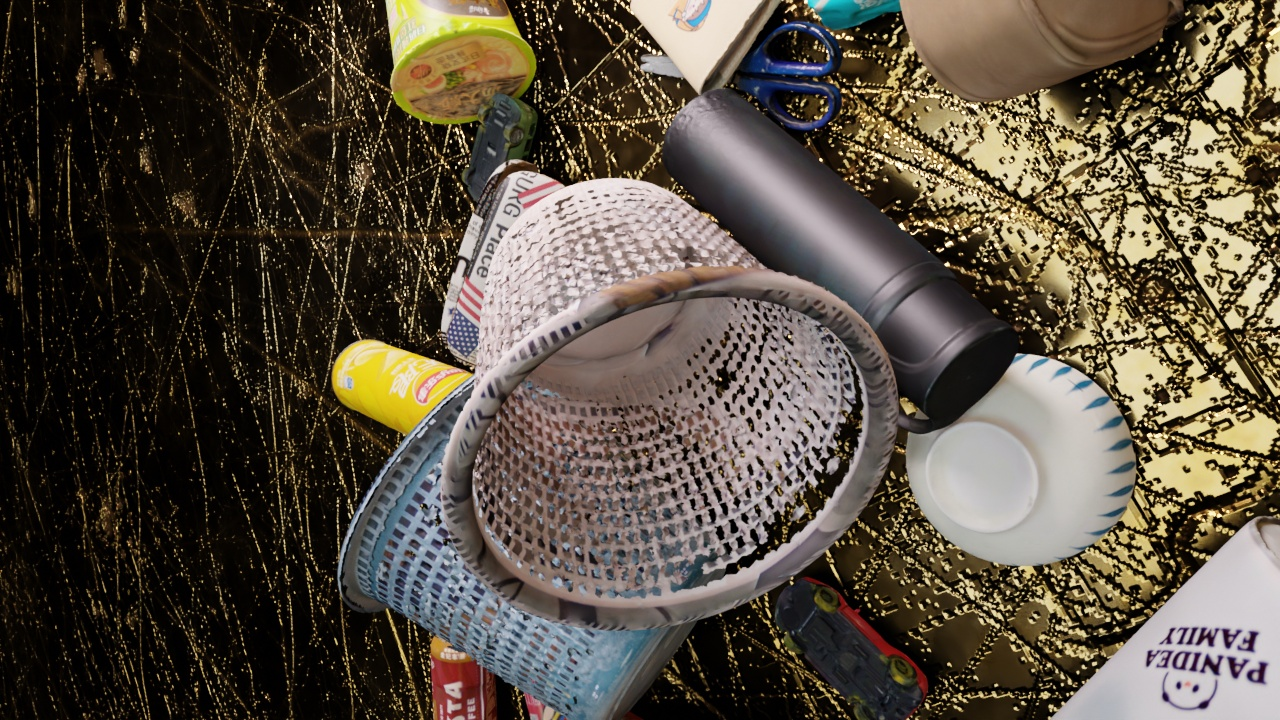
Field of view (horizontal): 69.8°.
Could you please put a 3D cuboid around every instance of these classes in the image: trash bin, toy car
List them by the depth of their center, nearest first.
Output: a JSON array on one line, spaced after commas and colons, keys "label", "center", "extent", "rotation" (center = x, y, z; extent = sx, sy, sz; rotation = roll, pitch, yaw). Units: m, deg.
[{"label": "trash bin", "center": [0.257, 0.218, 0.371], "extent": [0.229, 0.229, 0.252], "rotation": [39, 114, 29]}, {"label": "trash bin", "center": [-0.003, 0.004, 0.513], "extent": [0.228, 0.227, 0.192], "rotation": [-63, 28, 27]}, {"label": "toy car", "center": [0.132, 0.183, 0.585], "extent": [0.106, 0.031, 0.049], "rotation": [41, 119, 27]}, {"label": "trash bin", "center": [-0.057, 0.138, 0.637], "extent": [0.195, 0.226, 0.227], "rotation": [35, 118, 17]}, {"label": "toy car", "center": [-0.112, -0.166, 0.735], "extent": [0.043, 0.036, 0.091], "rotation": [38, 118, 28]}]

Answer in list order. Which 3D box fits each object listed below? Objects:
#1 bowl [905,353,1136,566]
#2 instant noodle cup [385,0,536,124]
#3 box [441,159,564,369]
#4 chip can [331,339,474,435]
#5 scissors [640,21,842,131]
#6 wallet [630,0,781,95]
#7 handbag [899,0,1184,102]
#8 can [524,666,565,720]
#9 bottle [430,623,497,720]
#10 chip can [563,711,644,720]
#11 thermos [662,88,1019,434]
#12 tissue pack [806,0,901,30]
[{"label": "bowl", "center": [0.195, 0.057, 0.493], "extent": [0.117, 0.066, 0.116], "rotation": [6, 100, 39]}, {"label": "instant noodle cup", "center": [-0.151, -0.269, 0.714], "extent": [0.112, 0.111, 0.123], "rotation": [-32, 69, 38]}, {"label": "box", "center": [-0.101, -0.069, 0.714], "extent": [0.088, 0.076, 0.163], "rotation": [32, 107, 24]}, {"label": "chip can", "center": [-0.188, 0.030, 0.783], "extent": [0.214, 0.072, 0.072], "rotation": [15, 106, 48]}, {"label": "scissors", "center": [0.058, -0.198, 0.593], "extent": [0.175, 0.012, 0.108], "rotation": [41, 143, 24]}, {"label": "wallet", "center": [0.041, -0.235, 0.590], "extent": [0.087, 0.024, 0.115], "rotation": [-50, 47, 25]}, {"label": "handbag", "center": [0.175, -0.225, 0.423], "extent": [0.100, 0.147, 0.204], "rotation": [-3, 94, 61]}, {"label": "can", "center": [-0.075, 0.241, 0.751], "extent": [0.053, 0.053, 0.132], "rotation": [-18, 84, 40]}, {"label": "bottle", "center": [-0.158, 0.297, 0.826], "extent": [0.058, 0.057, 0.175], "rotation": [6, 100, 39]}, {"label": "chip can", "center": [-0.004, 0.282, 0.623], "extent": [0.217, 0.073, 0.073], "rotation": [144, 109, -69]}, {"label": "thermos", "center": [0.098, -0.059, 0.524], "extent": [0.242, 0.068, 0.090], "rotation": [53, 139, 37]}, {"label": "tissue pack", "center": [0.130, -0.262, 0.511], "extent": [0.093, 0.050, 0.133], "rotation": [-12, 88, 41]}]
